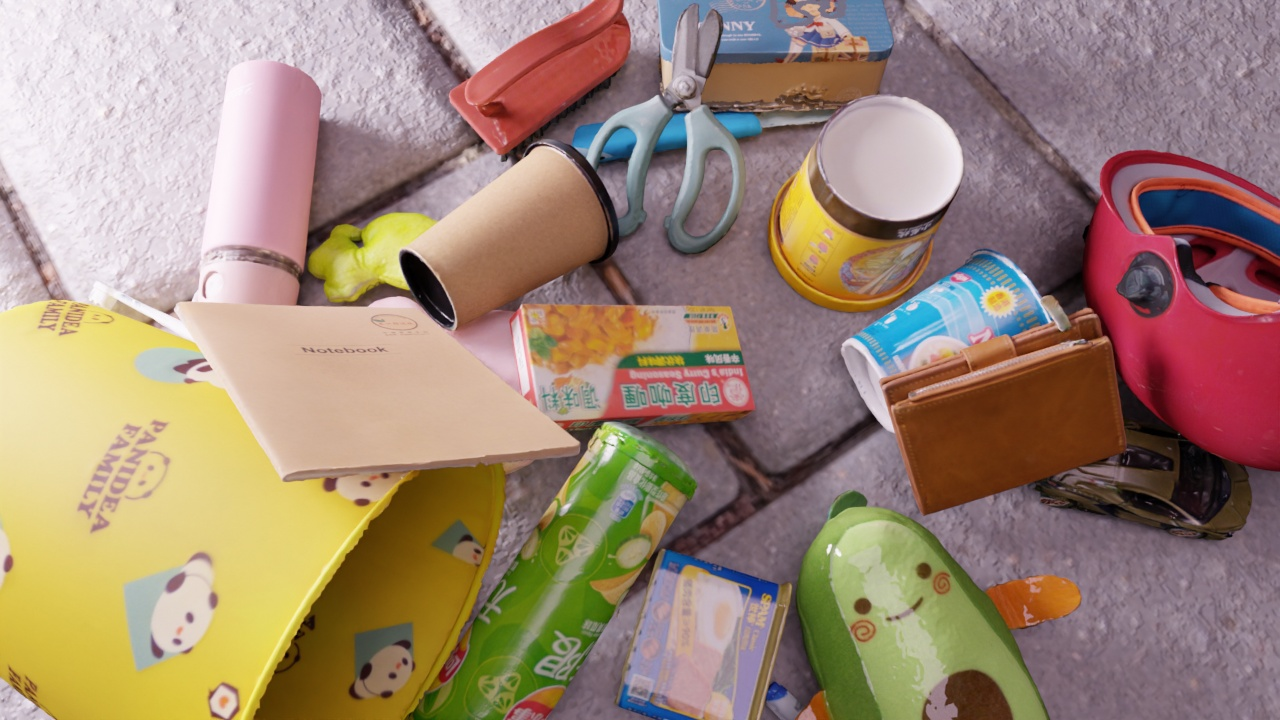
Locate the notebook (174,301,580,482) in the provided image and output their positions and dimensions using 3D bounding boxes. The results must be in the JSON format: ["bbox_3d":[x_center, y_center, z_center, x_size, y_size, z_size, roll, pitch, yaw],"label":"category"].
[{"bbox_3d":[-0.146,0.008,0.487,0.147,0.008,0.208,-1,23,-38],"label":"notebook"}]

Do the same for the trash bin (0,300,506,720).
[{"bbox_3d":[-0.241,0.099,0.495,0.255,0.230,0.229,23,72,12],"label":"trash bin"}]

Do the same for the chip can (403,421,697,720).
[{"bbox_3d":[-0.050,0.140,0.542,0.072,0.072,0.221,32,80,9],"label":"chip can"}]

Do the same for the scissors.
[{"bbox_3d":[0.038,-0.160,0.646,0.143,0.019,0.180,25,104,1],"label":"scissors"}]

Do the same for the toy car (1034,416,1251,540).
[{"bbox_3d":[0.329,0.071,0.607,0.158,0.042,0.070,14,72,0],"label":"toy car"}]

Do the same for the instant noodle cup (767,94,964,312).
[{"bbox_3d":[0.154,-0.109,0.624,0.118,0.114,0.118,0,70,-1],"label":"instant noodle cup"}]

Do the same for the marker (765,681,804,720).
[{"bbox_3d":[0.130,0.251,0.552,0.146,0.017,0.016,43,75,12],"label":"marker"}]

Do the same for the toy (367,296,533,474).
[{"bbox_3d":[-0.119,0.011,0.607,0.159,0.054,0.121,20,62,8],"label":"toy"}]

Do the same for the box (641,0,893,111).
[{"bbox_3d":[0.091,-0.236,0.687,0.184,0.061,0.089,-2,58,-5],"label":"box"}]

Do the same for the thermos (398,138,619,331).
[{"bbox_3d":[-0.084,-0.082,0.609,0.143,0.093,0.093,-37,76,-26],"label":"thermos"}]

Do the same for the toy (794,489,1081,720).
[{"bbox_3d":[0.170,0.193,0.535,0.226,0.090,0.246,-24,77,-19],"label":"toy"}]

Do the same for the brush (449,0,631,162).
[{"bbox_3d":[-0.066,-0.215,0.678,0.145,0.069,0.063,-38,77,-13],"label":"brush"}]

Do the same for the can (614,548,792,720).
[{"bbox_3d":[0.038,0.173,0.556,0.083,0.057,0.102,17,71,7],"label":"can"}]

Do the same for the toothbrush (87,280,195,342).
[{"bbox_3d":[-0.311,-0.022,0.599,0.180,0.016,0.016,20,80,30],"label":"toothbrush"}]

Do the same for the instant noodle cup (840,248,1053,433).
[{"bbox_3d":[0.199,-0.006,0.607,0.110,0.099,0.099,-28,74,-2],"label":"instant noodle cup"}]

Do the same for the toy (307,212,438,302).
[{"bbox_3d":[-0.179,-0.076,0.644,0.100,0.031,0.096,-33,56,-16],"label":"toy"}]

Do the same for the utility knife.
[{"bbox_3d":[0.055,-0.176,0.694,0.218,0.018,0.034,-9,56,-5],"label":"utility knife"}]

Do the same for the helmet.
[{"bbox_3d":[0.382,-0.024,0.583,0.206,0.144,0.240,-10,40,-28],"label":"helmet"}]

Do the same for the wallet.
[{"bbox_3d":[0.221,0.030,0.558,0.131,0.035,0.119,-19,115,9],"label":"wallet"}]

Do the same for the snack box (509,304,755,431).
[{"bbox_3d":[-0.004,0.003,0.597,0.155,0.027,0.077,-1,69,-28],"label":"snack box"}]

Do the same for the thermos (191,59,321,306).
[{"bbox_3d":[-0.273,-0.105,0.643,0.087,0.067,0.198,-10,70,29],"label":"thermos"}]
